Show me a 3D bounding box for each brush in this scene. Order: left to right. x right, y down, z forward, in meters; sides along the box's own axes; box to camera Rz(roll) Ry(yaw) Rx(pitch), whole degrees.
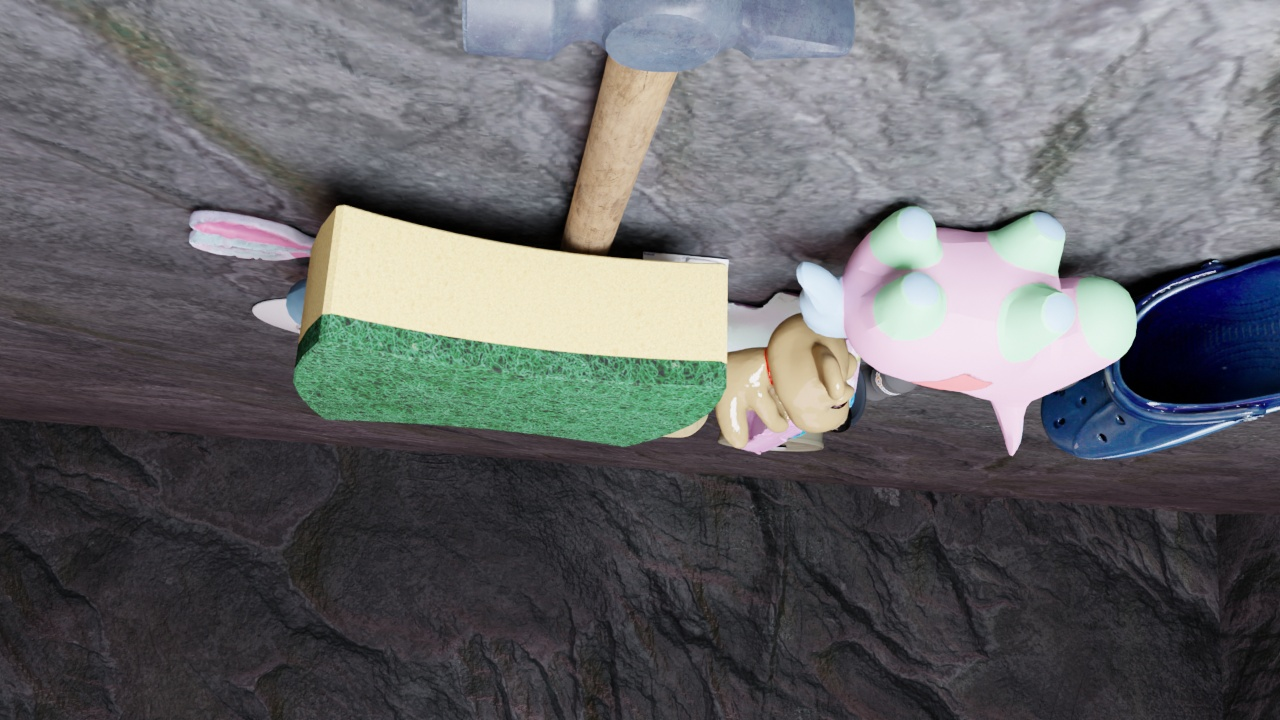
[{"bbox_3d":[-0.083,-0.008,0.580,0.250,0.075,0.195,7,163,-16],"label":"brush"}]

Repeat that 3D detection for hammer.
[{"bbox_3d":[-0.012,-0.095,0.437,0.129,0.040,0.322,2,171,-8],"label":"hammer"}]

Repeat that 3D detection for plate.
[{"bbox_3d":[-0.286,-0.030,0.938,0.208,0.015,0.209,4,169,1],"label":"plate"}]

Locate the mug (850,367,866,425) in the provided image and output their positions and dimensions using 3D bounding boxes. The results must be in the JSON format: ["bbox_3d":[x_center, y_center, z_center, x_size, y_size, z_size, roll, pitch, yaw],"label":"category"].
[{"bbox_3d":[0.167,0.022,0.924,0.078,0.071,0.105,-6,138,46],"label":"mug"}]

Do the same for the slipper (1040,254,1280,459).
[{"bbox_3d":[0.342,-0.005,0.580,0.095,0.105,0.253,0,163,-21],"label":"slipper"}]

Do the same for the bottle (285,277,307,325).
[{"bbox_3d":[-0.224,-0.050,0.681,0.040,0.040,0.130,12,168,-37],"label":"bottle"}]

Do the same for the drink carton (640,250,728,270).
[{"bbox_3d":[0.023,-0.042,0.681,0.064,0.040,0.130,4,169,-4],"label":"drink carton"}]

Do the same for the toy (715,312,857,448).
[{"bbox_3d":[0.101,0.010,0.639,0.108,0.106,0.133,-19,-156,27],"label":"toy"}]

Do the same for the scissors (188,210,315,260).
[{"bbox_3d":[-0.238,-0.079,0.671,0.178,0.016,0.105,7,170,-35],"label":"scissors"}]

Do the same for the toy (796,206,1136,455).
[{"bbox_3d":[0.190,-0.023,0.561,0.222,0.120,0.171,4,160,-5],"label":"toy"}]

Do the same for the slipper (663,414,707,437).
[{"bbox_3d":[0.027,0.051,1.088,0.111,0.079,0.261,6,170,8],"label":"slipper"}]

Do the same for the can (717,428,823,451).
[{"bbox_3d":[0.160,0.068,1.124,0.128,0.073,0.128,4,170,1],"label":"can"}]

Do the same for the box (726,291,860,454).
[{"bbox_3d":[0.097,0.014,0.793,0.105,0.086,0.231,13,164,-7],"label":"box"}]

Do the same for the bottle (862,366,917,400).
[{"bbox_3d":[0.251,0.017,0.913,0.036,0.036,0.110,6,169,-9],"label":"bottle"}]
